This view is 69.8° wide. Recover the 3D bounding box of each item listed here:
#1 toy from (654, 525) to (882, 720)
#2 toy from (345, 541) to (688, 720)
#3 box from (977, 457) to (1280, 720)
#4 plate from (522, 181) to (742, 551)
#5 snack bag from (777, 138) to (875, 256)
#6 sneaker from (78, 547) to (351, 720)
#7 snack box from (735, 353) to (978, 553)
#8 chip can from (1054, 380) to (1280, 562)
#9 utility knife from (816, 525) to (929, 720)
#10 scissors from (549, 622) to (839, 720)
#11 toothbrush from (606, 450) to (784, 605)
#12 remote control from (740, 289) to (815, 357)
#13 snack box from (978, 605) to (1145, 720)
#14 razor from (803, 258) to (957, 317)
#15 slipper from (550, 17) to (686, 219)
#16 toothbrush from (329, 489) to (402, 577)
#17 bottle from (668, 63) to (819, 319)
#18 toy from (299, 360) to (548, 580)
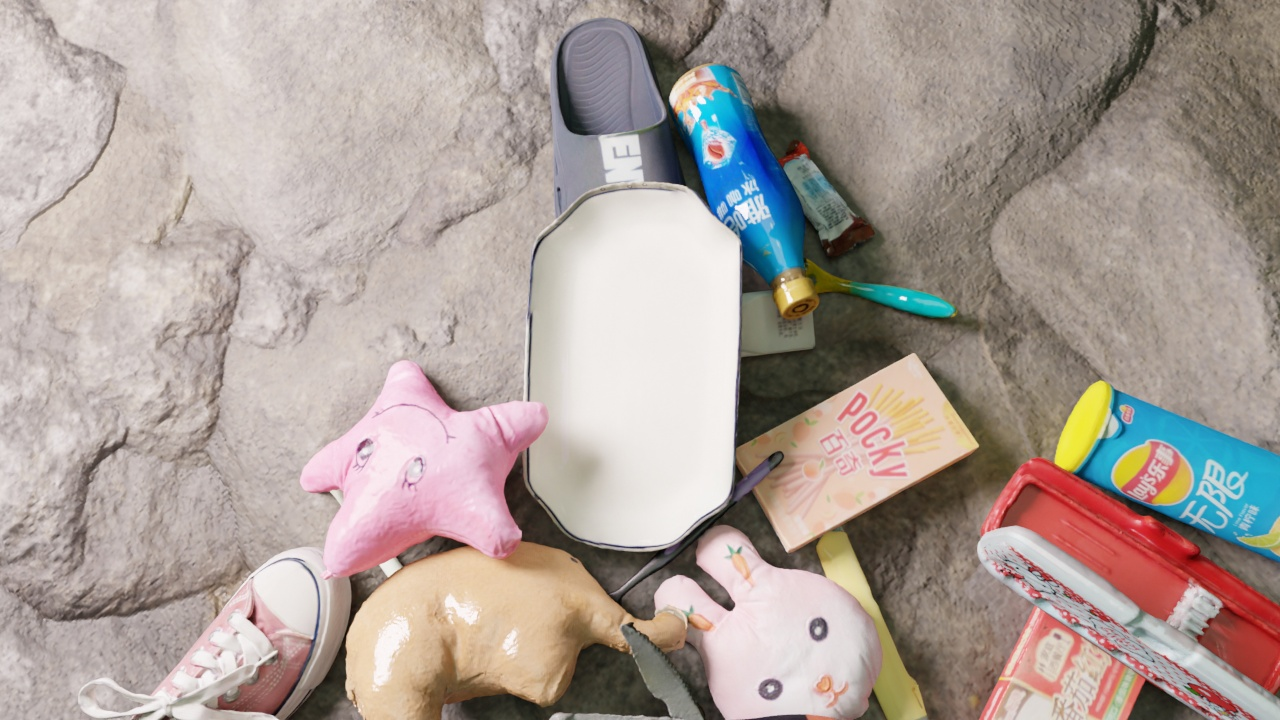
[{"bbox_3d":[0.085,0.191,0.633,0.159,0.054,0.121,37,85,20],"label":"toy"},{"bbox_3d":[-0.085,0.176,0.618,0.226,0.083,0.143,-15,45,-9],"label":"toy"},{"bbox_3d":[0.322,0.143,0.574,0.201,0.100,0.094,34,79,12],"label":"box"},{"bbox_3d":[-0.004,0.004,0.672,0.162,0.034,0.265,0,88,16],"label":"plate"},{"bbox_3d":[0.140,-0.131,0.734,0.045,0.026,0.105,-31,74,-14],"label":"snack bag"},{"bbox_3d":[-0.298,0.233,0.633,0.118,0.088,0.240,36,81,14],"label":"sneaker"},{"bbox_3d":[0.155,0.067,0.672,0.157,0.026,0.084,-28,69,-3],"label":"snack box"},{"bbox_3d":[0.402,0.087,0.624,0.210,0.071,0.071,23,77,11],"label":"chip can"},{"bbox_3d":[0.158,0.178,0.647,0.031,0.019,0.178,-18,74,-5],"label":"utility knife"},{"bbox_3d":[0.052,0.250,0.581,0.189,0.015,0.225,-20,105,-1],"label":"scissors"},{"bbox_3d":[0.032,0.129,0.660,0.189,0.017,0.014,-41,65,1],"label":"toothbrush"},{"bbox_3d":[0.069,-0.025,0.703,0.125,0.024,0.049,-7,101,2],"label":"remote control"},{"bbox_3d":[0.295,0.209,0.622,0.075,0.025,0.152,30,78,12],"label":"snack box"},{"bbox_3d":[0.176,-0.052,0.707,0.132,0.028,0.043,13,101,11],"label":"razor"},{"bbox_3d":[-0.026,-0.174,0.734,0.111,0.083,0.267,-11,72,3],"label":"slipper"},{"bbox_3d":[-0.191,0.152,0.684,0.189,0.029,0.020,47,42,14],"label":"toothbrush"},{"bbox_3d":[0.083,-0.130,0.705,0.065,0.065,0.218,-19,65,-1],"label":"bottle"},{"bbox_3d":[-0.156,0.085,0.648,0.195,0.075,0.178,18,60,29],"label":"toy"}]
